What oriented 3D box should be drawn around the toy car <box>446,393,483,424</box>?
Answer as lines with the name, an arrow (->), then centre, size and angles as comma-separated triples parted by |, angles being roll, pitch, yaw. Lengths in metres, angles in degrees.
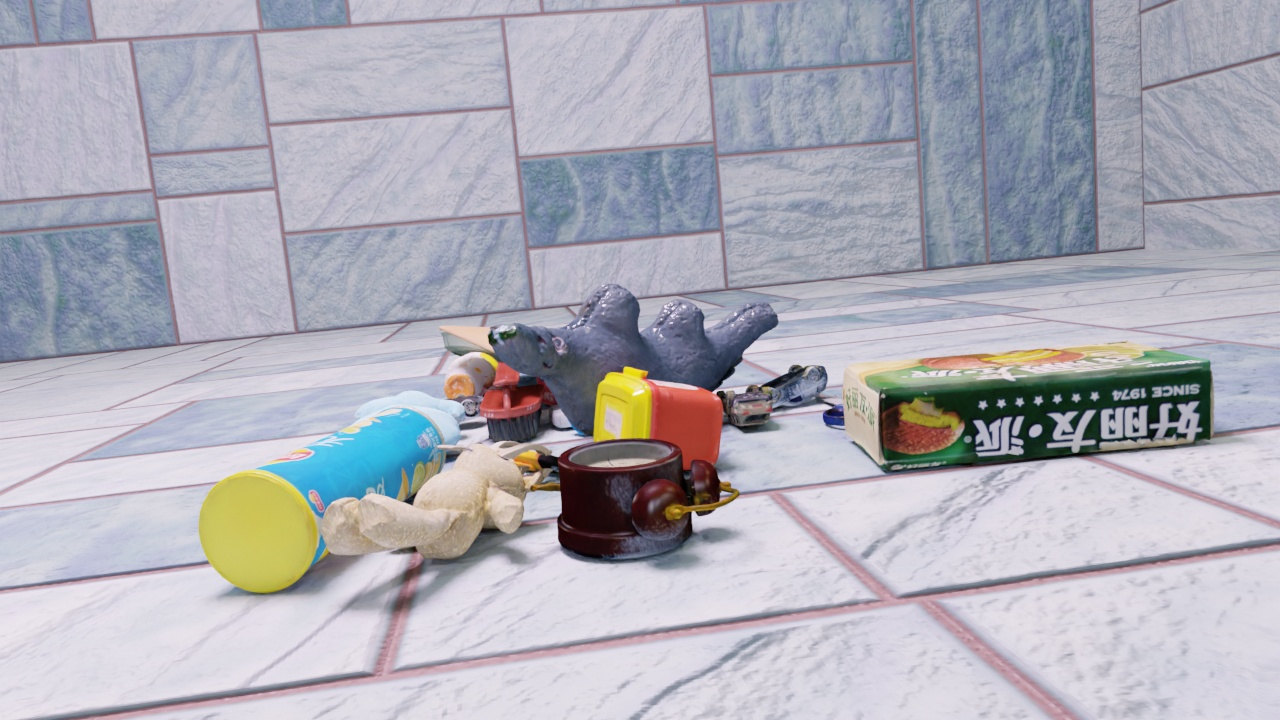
toy car -> -0.215, 0.058, 0.969 | 0.105, 0.031, 0.049 | -12, 13, -19

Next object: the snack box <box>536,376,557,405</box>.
snack box -> -0.021, 0.011, 1.105 | 0.207, 0.057, 0.058 | -9, 11, -32

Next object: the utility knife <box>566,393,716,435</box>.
utility knife -> 0.006, 0.048, 0.903 | 0.160, 0.034, 0.018 | -7, -34, -21

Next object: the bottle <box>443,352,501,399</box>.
bottle -> -0.202, 0.026, 1.090 | 0.063, 0.063, 0.108 | -5, 7, 4

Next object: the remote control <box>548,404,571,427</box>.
remote control -> -0.025, 0.050, 0.943 | 0.136, 0.020, 0.056 | -7, 8, -13

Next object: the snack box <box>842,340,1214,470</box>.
snack box -> 0.285, 0.031, 0.698 | 0.240, 0.063, 0.114 | -5, 8, 1

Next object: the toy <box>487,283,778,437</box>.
toy -> -0.005, 0.005, 0.822 | 0.355, 0.138, 0.091 | -3, 33, -47

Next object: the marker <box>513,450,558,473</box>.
marker -> -0.069, 0.084, 0.732 | 0.124, 0.018, 0.015 | 4, 51, 46

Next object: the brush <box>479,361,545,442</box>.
brush -> -0.130, 0.038, 0.924 | 0.063, 0.069, 0.146 | -7, 7, -4

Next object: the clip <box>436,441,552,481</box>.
clip -> -0.110, 0.083, 0.688 | 0.035, 0.070, 0.099 | 2, 3, 35

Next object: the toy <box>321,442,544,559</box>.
toy -> -0.122, 0.087, 0.550 | 0.105, 0.066, 0.157 | -21, -7, 24

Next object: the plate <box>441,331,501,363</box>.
plate -> -0.151, -0.007, 1.219 | 0.230, 0.027, 0.230 | 9, -6, 1

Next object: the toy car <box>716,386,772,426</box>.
toy car -> 0.097, 0.042, 0.861 | 0.042, 0.035, 0.090 | -4, 2, -4

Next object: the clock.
clock -> 0.000, 0.081, 0.548 | 0.122, 0.055, 0.081 | 1, 10, 32

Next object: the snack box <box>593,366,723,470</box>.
snack box -> 0.014, 0.048, 0.717 | 0.080, 0.082, 0.091 | 2, 5, -23

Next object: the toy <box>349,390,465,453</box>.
toy -> -0.218, 0.063, 0.855 | 0.156, 0.050, 0.161 | 13, 16, 41

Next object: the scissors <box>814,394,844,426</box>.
scissors -> 0.207, 0.042, 0.877 | 0.126, 0.012, 0.173 | -4, 6, 24

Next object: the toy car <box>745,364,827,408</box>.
toy car -> 0.147, 0.030, 0.928 | 0.090, 0.034, 0.043 | -23, 13, -19

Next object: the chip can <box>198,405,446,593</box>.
chip can -> -0.200, 0.083, 0.617 | 0.071, 0.071, 0.210 | -4, 7, 10

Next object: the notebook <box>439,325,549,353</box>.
notebook -> -0.109, -0.014, 1.013 | 0.149, 0.012, 0.212 | 1, 12, -37
